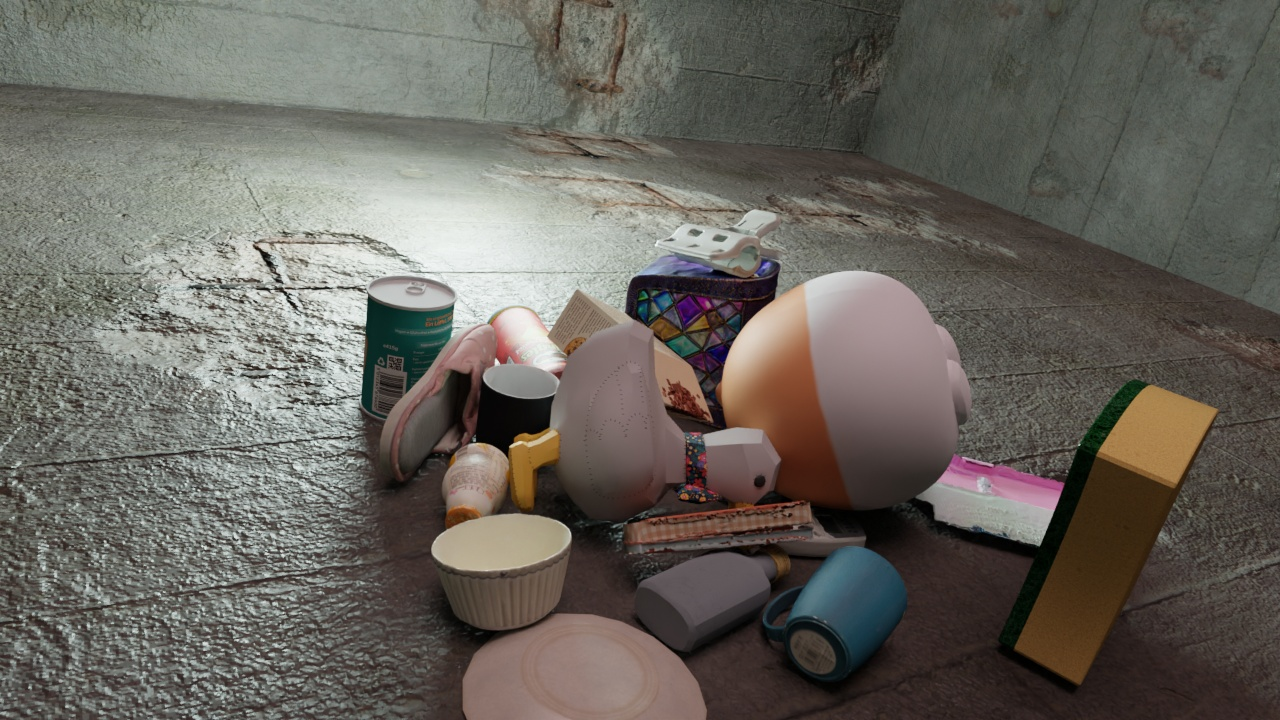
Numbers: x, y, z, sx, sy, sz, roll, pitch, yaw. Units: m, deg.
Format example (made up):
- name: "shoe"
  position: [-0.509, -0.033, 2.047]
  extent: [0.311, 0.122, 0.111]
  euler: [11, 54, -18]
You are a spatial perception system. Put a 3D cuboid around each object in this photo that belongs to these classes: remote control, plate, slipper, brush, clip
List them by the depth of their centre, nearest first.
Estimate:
- name: "plate"
  position: [-0.040, 0.249, 0.703]
  extent: [0.188, 0.027, 0.188]
  euler: [9, 23, -4]
- name: "brush"
  position: [0.435, 0.153, 0.852]
  extent: [0.075, 0.251, 0.194]
  euler: [27, 31, 32]
- name: "remote control"
  position: [0.177, 0.179, 0.959]
  extent: [0.114, 0.028, 0.060]
  euler: [5, 24, -15]
- name: "slipper"
  position: [-0.204, 0.042, 1.008]
  extent: [0.054, 0.114, 0.273]
  euler: [11, 29, 10]
- name: "clip"
  position: [0.109, -0.139, 1.140]
  extent: [0.147, 0.082, 0.125]
  euler: [-13, 24, -33]

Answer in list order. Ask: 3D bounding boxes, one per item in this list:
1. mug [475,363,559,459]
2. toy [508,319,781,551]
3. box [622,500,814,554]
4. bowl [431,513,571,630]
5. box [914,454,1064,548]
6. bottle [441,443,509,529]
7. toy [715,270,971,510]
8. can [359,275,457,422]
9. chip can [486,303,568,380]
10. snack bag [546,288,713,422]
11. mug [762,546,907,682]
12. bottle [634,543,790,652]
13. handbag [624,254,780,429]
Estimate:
- name: "mug"
  position: [-0.117, 0.068, 0.998]
  extent: [0.122, 0.095, 0.085]
  euler: [14, 24, 8]
- name: "toy"
  position: [0.003, 0.084, 0.917]
  extent: [0.267, 0.246, 0.141]
  euler: [-9, 3, -3]
- name: "box"
  position: [0.073, 0.154, 0.861]
  extent: [0.186, 0.053, 0.058]
  euler: [-3, 26, -15]
- name: "bowl"
  position: [-0.114, 0.178, 0.765]
  extent: [0.115, 0.062, 0.115]
  euler: [-2, 13, 0]
- name: "box"
  position: [0.406, 0.165, 1.086]
  extent: [0.230, 0.035, 0.158]
  euler: [14, 23, 6]
- name: "bottle"
  position: [-0.161, 0.127, 0.887]
  extent: [0.063, 0.063, 0.108]
  euler: [10, 25, -3]
- name: "toy"
  position: [0.217, 0.042, 1.025]
  extent: [0.281, 0.266, 0.262]
  euler: [-15, 31, 16]
- name: "can"
  position: [-0.268, -0.013, 1.054]
  extent: [0.099, 0.144, 0.099]
  euler: [9, 23, -4]
- name: "chip can"
  position: [-0.130, 0.005, 1.150]
  extent: [0.087, 0.087, 0.213]
  euler: [0, 25, -25]
- name: "snack bag"
  position: [-0.006, 0.006, 1.067]
  extent: [0.094, 0.070, 0.206]
  euler: [24, 13, -48]
- name: "mug"
  position: [0.161, 0.224, 0.802]
  extent: [0.112, 0.084, 0.104]
  euler: [-7, 15, 39]
- name: "bottle"
  position: [0.075, 0.205, 0.830]
  extent: [0.160, 0.046, 0.072]
  euler: [-12, 32, -43]
- name: "handbag"
  position: [0.098, -0.029, 1.196]
  extent: [0.222, 0.205, 0.125]
  euler: [11, 23, 17]
